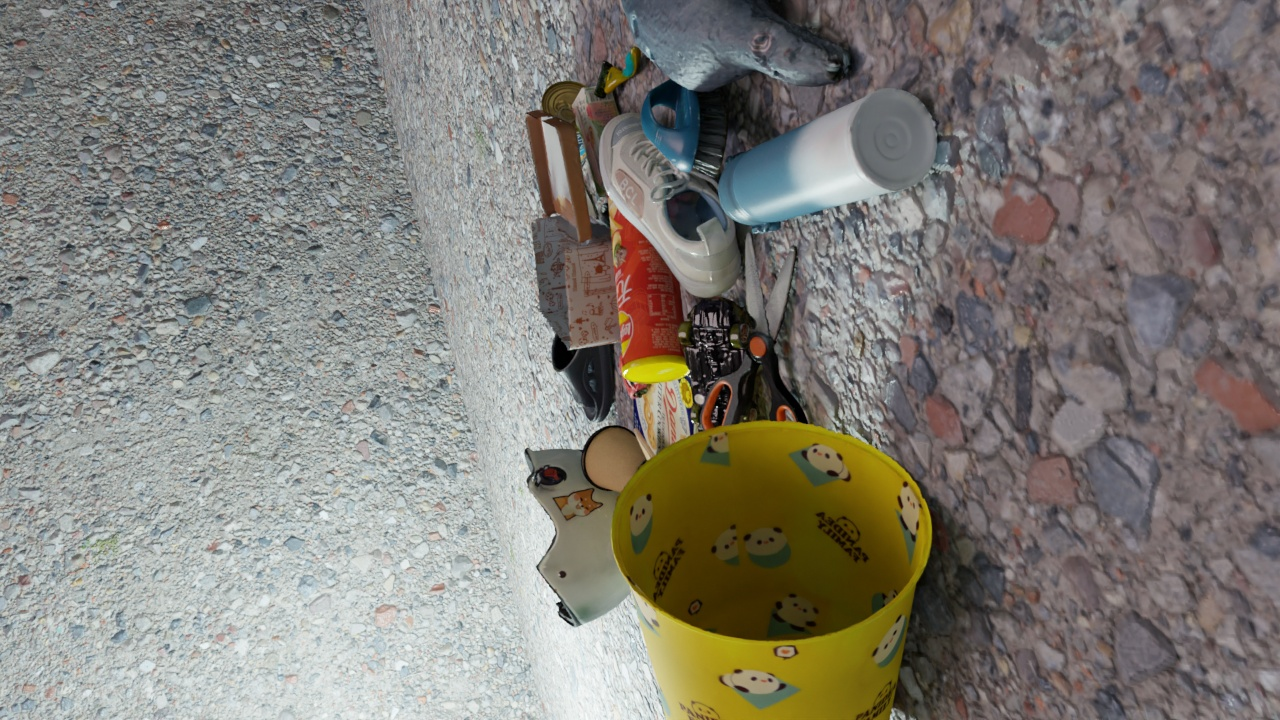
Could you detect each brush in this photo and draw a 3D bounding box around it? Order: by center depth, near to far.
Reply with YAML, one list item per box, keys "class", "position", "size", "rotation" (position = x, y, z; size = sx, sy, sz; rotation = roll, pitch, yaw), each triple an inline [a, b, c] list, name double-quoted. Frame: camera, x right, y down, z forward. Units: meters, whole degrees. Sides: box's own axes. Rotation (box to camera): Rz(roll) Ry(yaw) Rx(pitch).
- class: "brush"
  position: [0.037, -0.209, 0.795]
  size: [0.143, 0.073, 0.055]
  rotation: [-88, 9, -52]

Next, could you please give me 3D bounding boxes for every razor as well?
- class: "razor"
  position: [-0.020, -0.323, 1.013]
  size: [0.133, 0.028, 0.043]
  rotation: [-173, 102, -73]

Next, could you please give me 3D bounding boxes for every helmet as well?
- class: "helmet"
  position: [-0.073, 0.242, 1.344]
  size: [0.230, 0.157, 0.273]
  rotation: [82, 175, -52]

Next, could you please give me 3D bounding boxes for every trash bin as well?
- class: "trash bin"
  position: [0.106, 0.217, 0.733]
  size: [0.229, 0.229, 0.256]
  rotation: [-129, 26, -53]

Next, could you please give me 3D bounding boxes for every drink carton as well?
- class: "drink carton"
  position: [-0.045, -0.262, 1.098]
  size: [0.054, 0.045, 0.122]
  rotation: [153, 103, -70]

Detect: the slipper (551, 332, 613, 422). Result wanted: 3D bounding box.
- class: "slipper"
  position: [-0.094, -0.026, 1.345]
  size: [0.110, 0.083, 0.269]
  rotation: [-124, 29, -50]

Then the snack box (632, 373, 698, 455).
- class: "snack box"
  position: [0.042, 0.053, 1.056]
  size: [0.182, 0.045, 0.178]
  rotation: [-128, 32, -52]

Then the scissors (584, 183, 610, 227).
- class: "scissors"
  position: [-0.058, -0.185, 1.241]
  size: [0.160, 0.014, 0.181]
  rotation: [127, 129, -67]

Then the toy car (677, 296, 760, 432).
- class: "toy car"
  position: [0.080, 0.016, 0.905]
  size: [0.070, 0.042, 0.158]
  rotation: [6, 111, 34]

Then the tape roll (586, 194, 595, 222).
- class: "tape roll"
  position: [-0.075, -0.185, 1.255]
  size: [0.086, 0.014, 0.086]
  rotation: [170, 91, -76]

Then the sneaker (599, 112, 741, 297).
- class: "sneaker"
  position: [0.021, -0.174, 0.891]
  size: [0.091, 0.089, 0.242]
  rotation: [77, 166, -58]

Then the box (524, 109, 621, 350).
- class: "box"
  position: [-0.082, -0.161, 1.095]
  size: [0.177, 0.082, 0.261]
  rotation: [-133, 35, -62]

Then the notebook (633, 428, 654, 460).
- class: "notebook"
  position: [0.053, 0.193, 1.069]
  size: [0.149, 0.012, 0.212]
  rotation: [54, 169, 53]

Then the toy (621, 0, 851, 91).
- class: "toy"
  position: [0.050, -0.301, 0.755]
  size: [0.138, 0.091, 0.356]
  rotation: [-53, 47, 30]

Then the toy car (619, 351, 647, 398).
- class: "toy car"
  position: [-0.006, 0.006, 1.049]
  size: [0.106, 0.031, 0.049]
  rotation: [109, 146, -59]

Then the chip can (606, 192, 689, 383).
- class: "chip can"
  position: [0.006, -0.088, 0.962]
  size: [0.073, 0.073, 0.216]
  rotation: [131, 136, -67]

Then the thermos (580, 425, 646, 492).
- class: "thermos"
  position: [-0.016, 0.141, 1.231]
  size: [0.143, 0.092, 0.093]
  rotation: [13, 115, 60]

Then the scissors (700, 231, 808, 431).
- class: "scissors"
  position: [0.117, 0.008, 0.827]
  size: [0.204, 0.021, 0.225]
  rotation: [53, 136, 20]

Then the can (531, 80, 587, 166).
- class: "can"
  position: [-0.098, -0.296, 1.183]
  size: [0.111, 0.075, 0.075]
  rotation: [124, 130, -66]

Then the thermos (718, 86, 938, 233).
- class: "thermos"
  position: [0.123, -0.138, 0.670]
  size: [0.221, 0.070, 0.070]
  rotation: [-178, 76, -71]
